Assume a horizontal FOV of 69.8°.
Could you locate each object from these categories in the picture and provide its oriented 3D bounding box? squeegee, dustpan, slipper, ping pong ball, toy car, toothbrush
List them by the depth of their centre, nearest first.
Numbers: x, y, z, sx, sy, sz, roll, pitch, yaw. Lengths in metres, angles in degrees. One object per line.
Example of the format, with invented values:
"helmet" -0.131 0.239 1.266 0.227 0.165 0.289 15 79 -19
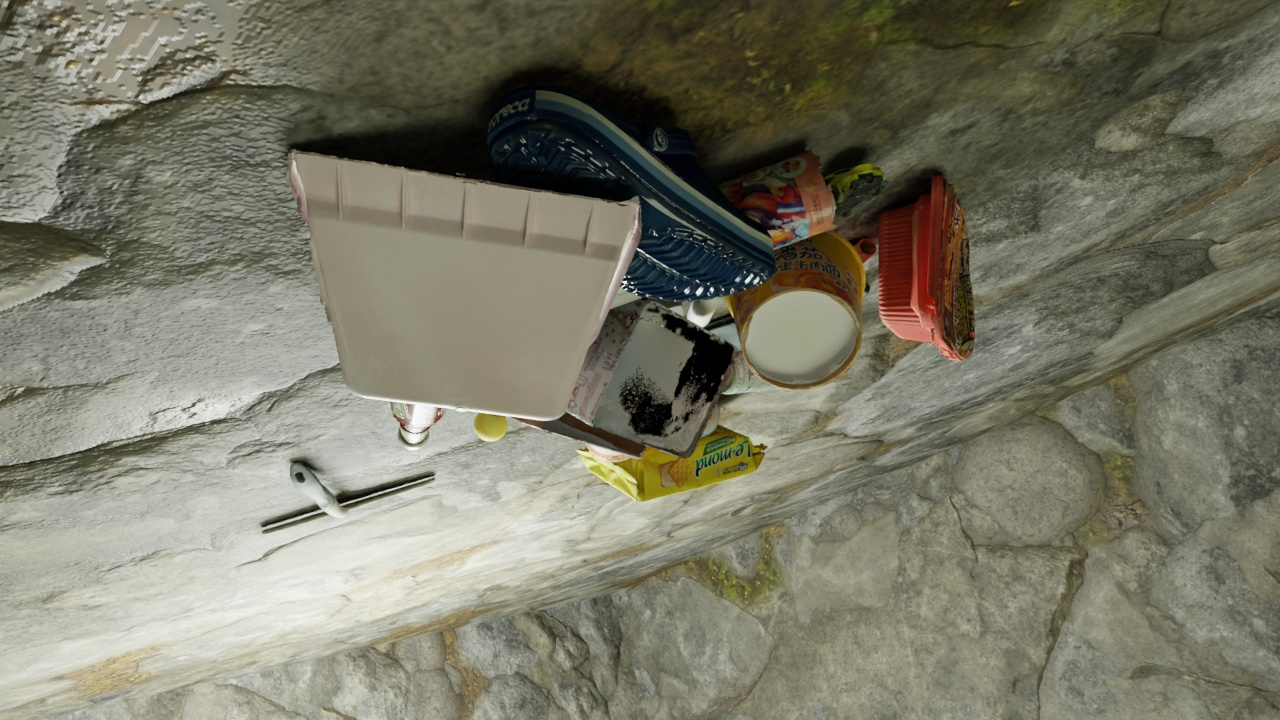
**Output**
"slipper" -0.004 -0.120 0.648 0.105 0.095 0.252 -15 151 40
"dustpan" -0.129 -0.063 0.688 0.222 0.138 0.274 10 131 -7
"toy car" 0.177 -0.149 0.822 0.048 0.032 0.105 -13 172 -18
"toothbrush" 0.069 -0.069 0.898 0.026 0.026 0.221 -7 169 -4
"ping pong ball" -0.180 0.077 1.103 0.040 0.040 0.040 -17 162 -6
"squeegee" -0.400 0.176 1.175 0.246 0.039 0.247 -16 161 -8

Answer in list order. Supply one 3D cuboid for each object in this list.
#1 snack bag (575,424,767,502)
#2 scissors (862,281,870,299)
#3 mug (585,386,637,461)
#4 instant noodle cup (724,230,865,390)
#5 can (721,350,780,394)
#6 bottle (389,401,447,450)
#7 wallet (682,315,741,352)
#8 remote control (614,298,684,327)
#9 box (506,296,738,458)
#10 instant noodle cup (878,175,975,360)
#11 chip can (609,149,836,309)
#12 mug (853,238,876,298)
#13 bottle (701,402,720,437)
"snack bag" 0.049 0.135 1.359 0.246 0.068 0.158 -9 -163 -30
"scissors" 0.208 -0.060 1.127 0.181 0.019 0.170 -21 160 4
"mug" -0.021 0.082 1.178 0.114 0.081 0.106 16 160 7
"instant noodle cup" 0.147 -0.045 0.864 0.138 0.109 0.138 3 122 5
"can" 0.157 0.012 1.217 0.146 0.058 0.058 -3 156 -39
"bottle" -0.227 0.045 0.940 0.059 0.059 0.207 -12 161 -21
"wallet" 0.073 -0.020 1.113 0.121 0.019 0.097 -19 160 6
"remote control" -0.020 -0.037 0.965 0.135 0.019 0.056 -16 161 -8
"box" -0.038 0.005 0.924 0.208 0.158 0.180 17 177 41
"instant noodle cup" 0.294 -0.088 0.943 0.079 0.164 0.188 -1 170 26
"chip can" 0.050 -0.105 0.759 0.215 0.071 0.071 -20 162 1
"mug" 0.192 -0.073 0.999 0.124 0.084 0.104 -40 174 -27
"bottle" 0.055 0.062 1.244 0.068 0.068 0.189 -24 161 14
